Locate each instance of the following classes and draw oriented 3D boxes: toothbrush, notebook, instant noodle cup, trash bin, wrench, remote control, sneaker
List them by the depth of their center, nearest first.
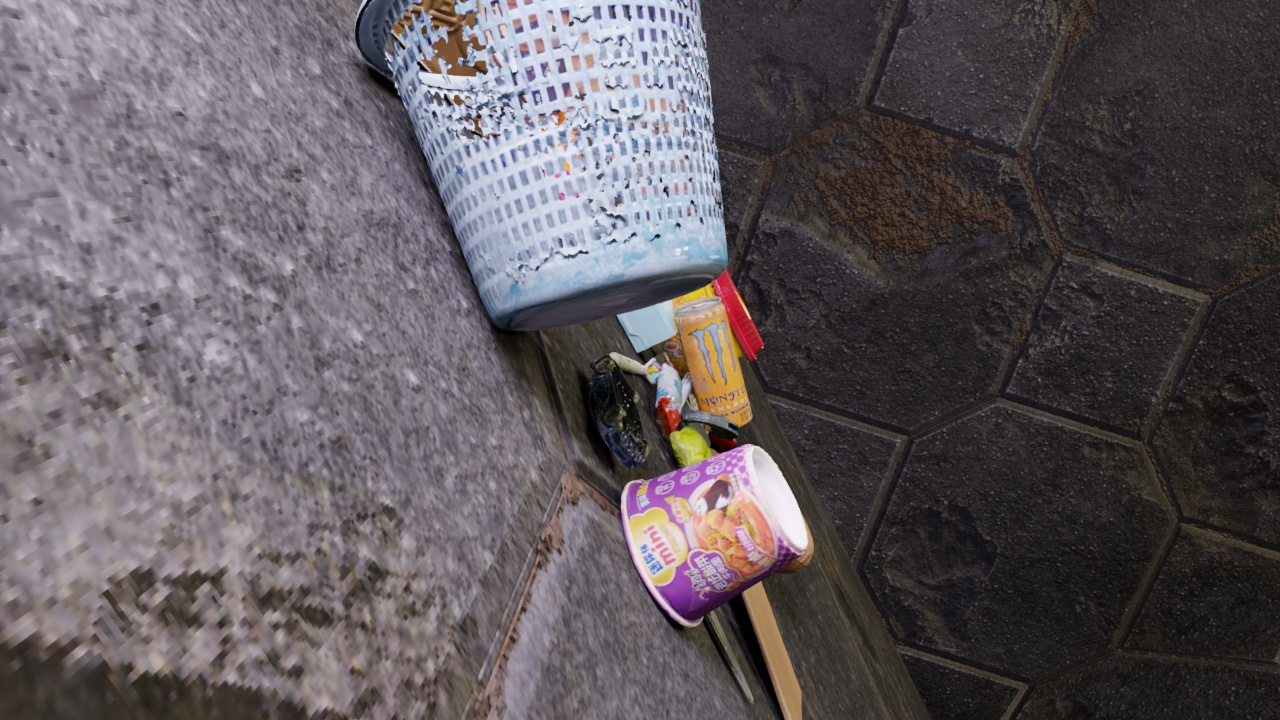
[{"bbox_3d":[-0.041,-0.127,0.565,0.226,0.227,0.195,3,73,-79],"label":"trash bin"},{"bbox_3d":[0.055,0.115,0.642,0.111,0.099,0.111,49,22,-28],"label":"instant noodle cup"},{"bbox_3d":[-0.139,-0.276,0.692,0.241,0.118,0.087,60,26,-57],"label":"sneaker"},{"bbox_3d":[0.116,0.244,0.867,0.147,0.008,0.207,-16,87,-81],"label":"notebook"},{"bbox_3d":[-0.005,0.005,0.904,0.189,0.020,0.029,20,69,-77],"label":"toothbrush"},{"bbox_3d":[0.087,0.092,1.032,0.273,0.056,0.016,60,43,-72],"label":"wrench"},{"bbox_3d":[0.057,0.052,1.120,0.150,0.021,0.058,55,12,-44],"label":"remote control"},{"bbox_3d":[0.075,-0.044,1.162,0.116,0.124,0.116,56,12,-40],"label":"instant noodle cup"}]

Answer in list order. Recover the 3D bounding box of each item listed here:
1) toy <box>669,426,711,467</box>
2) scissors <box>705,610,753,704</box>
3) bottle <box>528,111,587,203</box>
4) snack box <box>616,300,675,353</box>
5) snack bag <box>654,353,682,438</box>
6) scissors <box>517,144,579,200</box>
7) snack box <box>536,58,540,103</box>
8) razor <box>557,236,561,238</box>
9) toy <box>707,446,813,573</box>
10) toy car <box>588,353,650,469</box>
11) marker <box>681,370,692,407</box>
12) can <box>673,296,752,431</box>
[{"bbox_3d":[0.059,0.113,0.903,0.100,0.031,0.096,64,23,5],"label":"toy"},{"bbox_3d":[0.047,0.190,0.711,0.133,0.014,0.175,47,22,-56],"label":"scissors"},{"bbox_3d":[-0.083,-0.193,0.915,0.066,0.067,0.149,41,32,-67],"label":"bottle"},{"bbox_3d":[0.000,-0.078,1.071,0.074,0.052,0.174,62,10,-20],"label":"snack box"},{"bbox_3d":[0.030,0.035,0.950,0.105,0.026,0.045,-81,152,-59],"label":"snack bag"},{"bbox_3d":[-0.100,-0.189,0.844,0.135,0.017,0.107,56,28,3],"label":"scissors"},{"bbox_3d":[-0.120,-0.274,0.860,0.091,0.080,0.082,58,10,-30],"label":"snack box"},{"bbox_3d":[-0.067,-0.099,0.825,0.028,0.043,0.132,-62,-142,42],"label":"razor"},{"bbox_3d":[0.120,0.160,1.008,0.143,0.082,0.226,45,-4,43],"label":"toy"},{"bbox_3d":[-0.020,0.038,0.696,0.049,0.031,0.105,58,12,-34],"label":"toy car"},{"bbox_3d":[0.049,0.035,1.041,0.017,0.017,0.145,61,22,-11],"label":"marker"},{"bbox_3d":[0.082,0.005,1.033,0.058,0.058,0.146,-77,152,-76],"label":"can"}]
